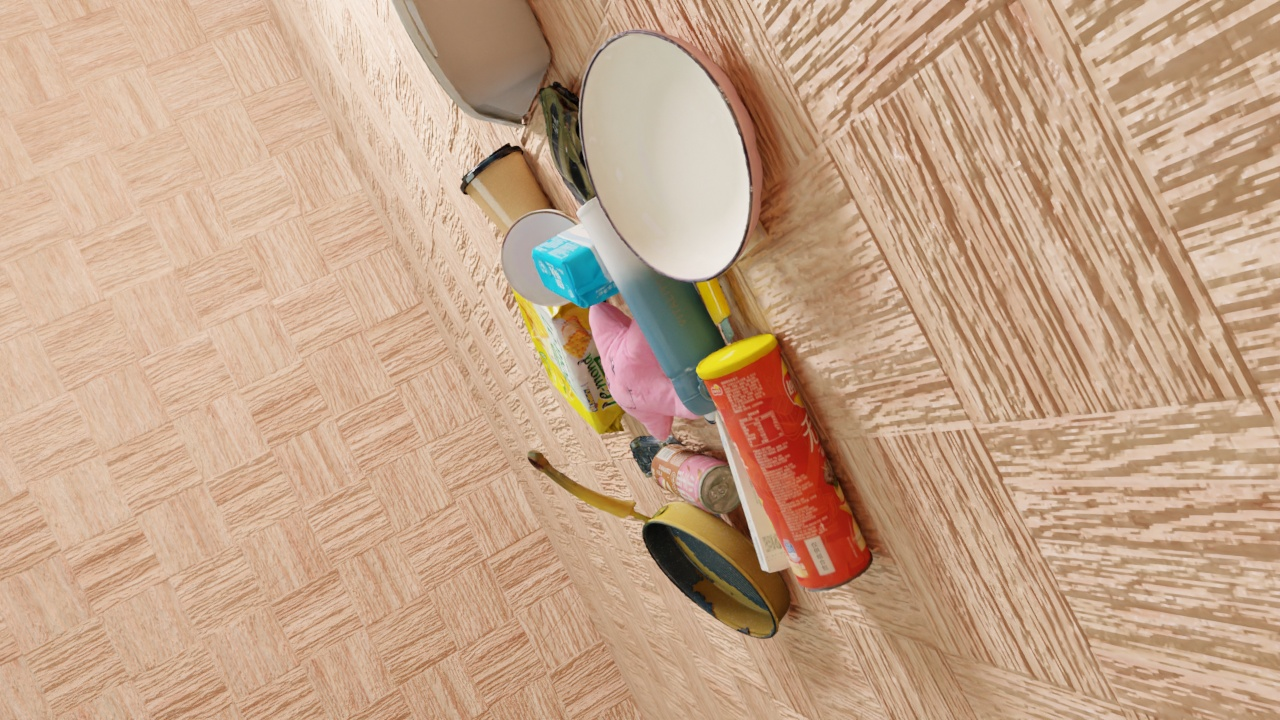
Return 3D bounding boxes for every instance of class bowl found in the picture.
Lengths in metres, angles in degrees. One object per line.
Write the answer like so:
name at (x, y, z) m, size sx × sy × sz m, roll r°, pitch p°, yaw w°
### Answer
bowl at (-0.102, -0.126, 1.087) m, size 0.113 × 0.114 × 0.062 m, roll 66°, pitch -162°, yaw -13°

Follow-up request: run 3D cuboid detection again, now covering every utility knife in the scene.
utility knife at (0.046, -0.092, 0.782) m, size 0.173 × 0.015 × 0.033 m, roll 65°, pitch 162°, yaw -14°

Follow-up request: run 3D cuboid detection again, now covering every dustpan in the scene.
dustpan at (-0.199, -0.343, 0.940) m, size 0.223 × 0.142 × 0.258 m, roll 65°, pitch 162°, yaw -10°

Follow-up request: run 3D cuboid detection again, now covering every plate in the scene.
plate at (0.026, -0.154, 0.694) m, size 0.192 × 0.039 × 0.193 m, roll 36°, pitch 140°, yaw 36°

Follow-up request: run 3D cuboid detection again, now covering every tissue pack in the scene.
tissue pack at (-0.052, -0.102, 0.968) m, size 0.140 × 0.090 × 0.063 m, roll 29°, pitch 145°, yaw 62°

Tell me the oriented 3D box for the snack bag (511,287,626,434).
snack bag at (-0.095, -0.026, 1.238) m, size 0.158 × 0.068 × 0.247 m, roll 42°, pitch 159°, yaw 46°

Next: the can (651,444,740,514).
can at (0.063, 0.135, 1.057) m, size 0.058 × 0.057 × 0.147 m, roll 66°, pitch 163°, yaw -12°

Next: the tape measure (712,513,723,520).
tape measure at (0.093, 0.224, 1.154) m, size 0.066 × 0.033 × 0.066 m, roll 46°, pitch 157°, yaw 46°

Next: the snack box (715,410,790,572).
snack box at (0.105, 0.121, 0.869) m, size 0.085 × 0.027 × 0.156 m, roll 70°, pitch -177°, yaw -78°

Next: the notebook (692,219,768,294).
notebook at (0.036, -0.135, 0.793) m, size 0.146 × 0.010 × 0.207 m, roll 60°, pitch 163°, yaw 2°

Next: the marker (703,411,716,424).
marker at (0.074, 0.025, 0.920) m, size 0.131 × 0.018 × 0.022 m, roll 86°, pitch 165°, yaw -53°

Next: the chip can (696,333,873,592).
chip can at (0.124, 0.087, 0.778) m, size 0.216 × 0.073 × 0.073 m, roll 64°, pitch 164°, yaw -8°

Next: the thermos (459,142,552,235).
thermos at (-0.157, -0.198, 1.149) m, size 0.143 × 0.093 × 0.093 m, roll 54°, pitch 164°, yaw -3°

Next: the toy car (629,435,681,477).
toy car at (0.027, 0.122, 1.188) m, size 0.121 × 0.036 × 0.054 m, roll -7°, pitch 109°, yaw 62°

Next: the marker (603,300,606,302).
marker at (-0.041, -0.050, 1.155) m, size 0.018 × 0.015 × 0.124 m, roll 38°, pitch 148°, yaw 53°

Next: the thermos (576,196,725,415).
thermos at (0.021, -0.055, 0.834) m, size 0.220 × 0.070 × 0.070 m, roll 61°, pitch 164°, yaw -1°

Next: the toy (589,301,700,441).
toy at (-0.006, 0.006, 1.026) m, size 0.178 × 0.074 × 0.195 m, roll 57°, pitch 161°, yaw 3°

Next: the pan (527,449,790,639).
pan at (0.019, 0.207, 1.090) m, size 0.357 × 0.078 × 0.198 m, roll 42°, pitch 154°, yaw 4°

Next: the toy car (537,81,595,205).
toy car at (-0.065, -0.207, 0.930) m, size 0.070 × 0.042 × 0.158 m, roll 48°, pitch 161°, yaw 41°
